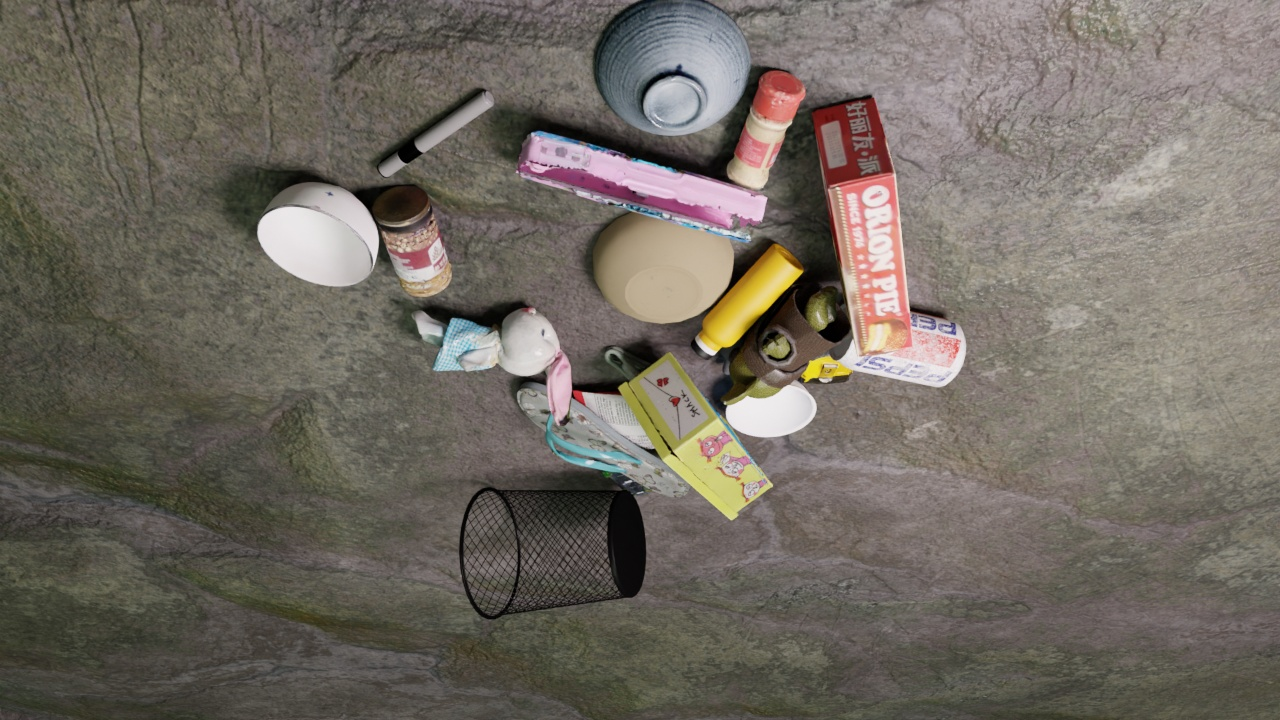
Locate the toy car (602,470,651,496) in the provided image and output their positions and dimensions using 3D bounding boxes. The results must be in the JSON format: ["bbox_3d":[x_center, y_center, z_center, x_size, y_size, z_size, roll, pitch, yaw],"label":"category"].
[{"bbox_3d":[-0.017,0.159,1.280,0.042,0.036,0.091,-19,141,24],"label":"toy car"}]

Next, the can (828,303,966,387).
[{"bbox_3d":[0.287,-0.019,1.030,0.136,0.078,0.078,11,139,-13],"label":"can"}]

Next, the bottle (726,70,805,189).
[{"bbox_3d":[0.112,-0.207,0.833,0.044,0.044,0.109,8,141,-10],"label":"bottle"}]

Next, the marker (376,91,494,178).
[{"bbox_3d":[-0.192,-0.209,0.853,0.141,0.016,0.016,-25,134,27],"label":"marker"}]

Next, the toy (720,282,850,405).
[{"bbox_3d":[0.158,-0.020,1.000,0.078,0.178,0.153,50,124,7],"label":"toy"}]

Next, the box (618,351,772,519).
[{"bbox_3d":[0.071,0.097,1.103,0.081,0.124,0.221,-36,145,2],"label":"box"}]

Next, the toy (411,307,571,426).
[{"bbox_3d":[-0.158,-0.022,1.042,0.205,0.131,0.106,23,105,-13],"label":"toy"}]

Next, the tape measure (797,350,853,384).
[{"bbox_3d":[0.220,0.002,1.088,0.065,0.037,0.064,2,141,-1],"label":"tape measure"}]

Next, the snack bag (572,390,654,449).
[{"bbox_3d":[-0.004,0.075,1.177,0.144,0.039,0.131,-4,142,6],"label":"snack bag"}]

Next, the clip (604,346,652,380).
[{"bbox_3d":[-0.011,0.008,1.105,0.076,0.059,0.023,35,129,-16],"label":"clip"}]

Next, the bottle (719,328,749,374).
[{"bbox_3d":[0.108,-0.023,1.065,0.030,0.030,0.113,2,140,-2],"label":"bottle"}]

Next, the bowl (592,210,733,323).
[{"bbox_3d":[0.024,-0.089,0.970,0.152,0.050,0.153,0,140,0],"label":"bowl"}]

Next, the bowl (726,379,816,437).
[{"bbox_3d":[0.161,0.047,1.141,0.110,0.040,0.110,0,141,0],"label":"bowl"}]

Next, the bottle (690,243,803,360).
[{"bbox_3d":[0.110,-0.059,0.983,0.043,0.043,0.144,28,117,-30],"label":"bottle"}]

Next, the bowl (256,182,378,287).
[{"bbox_3d":[-0.311,-0.132,0.905,0.113,0.063,0.114,6,145,4],"label":"bowl"}]

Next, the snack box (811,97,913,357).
[{"bbox_3d":[0.216,-0.120,0.883,0.060,0.113,0.236,-11,139,12],"label":"snack box"}]

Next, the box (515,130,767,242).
[{"bbox_3d":[-0.002,-0.156,0.863,0.230,0.053,0.085,12,179,-15],"label":"box"}]

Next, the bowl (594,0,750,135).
[{"bbox_3d":[0.028,-0.235,0.788,0.137,0.057,0.137,0,140,0],"label":"bowl"}]

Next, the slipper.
[{"bbox_3d":[-0.056,0.120,1.182,0.268,0.054,0.098,34,150,-21],"label":"slipper"}]

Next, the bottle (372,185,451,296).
[{"bbox_3d":[-0.230,-0.119,0.931,0.056,0.056,0.105,-2,140,3],"label":"bottle"}]

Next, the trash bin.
[{"bbox_3d":[-0.113,0.260,1.274,0.210,0.183,0.184,-7,140,17],"label":"trash bin"}]
